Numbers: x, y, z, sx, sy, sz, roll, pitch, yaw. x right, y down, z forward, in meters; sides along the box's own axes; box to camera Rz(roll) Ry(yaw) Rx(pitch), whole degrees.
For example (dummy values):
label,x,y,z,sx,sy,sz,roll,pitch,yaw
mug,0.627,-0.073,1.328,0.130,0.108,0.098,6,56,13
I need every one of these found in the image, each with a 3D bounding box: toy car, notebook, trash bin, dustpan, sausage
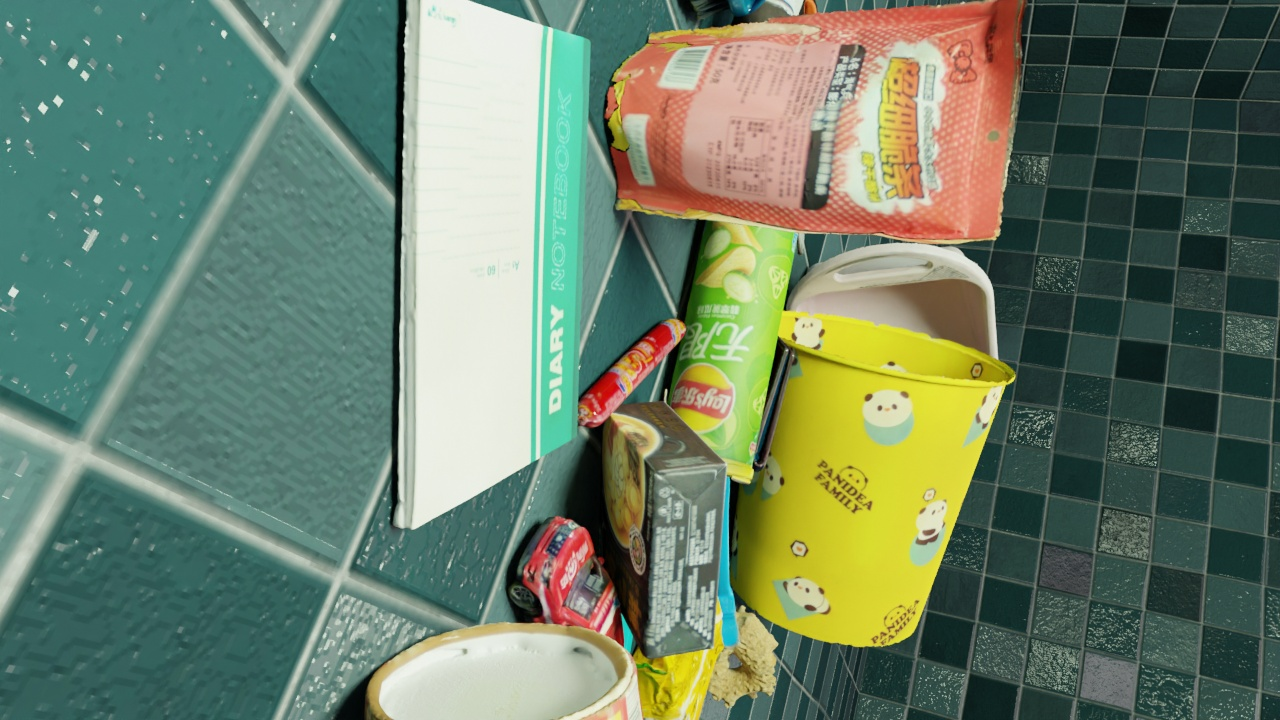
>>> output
label,x,y,z,sx,sy,sz,roll,pitch,yaw
toy car,-0.037,0.139,0.509,0.052,0.045,0.121,-60,149,-44
notebook,-0.061,-0.046,0.415,0.150,0.012,0.209,-26,122,-65
trash bin,0.194,0.103,0.851,0.229,0.230,0.255,-22,125,-65
dustpan,0.262,-0.015,0.973,0.138,0.223,0.274,-67,145,-60
sausage,-0.003,0.003,0.568,0.155,0.020,0.020,-46,140,-56

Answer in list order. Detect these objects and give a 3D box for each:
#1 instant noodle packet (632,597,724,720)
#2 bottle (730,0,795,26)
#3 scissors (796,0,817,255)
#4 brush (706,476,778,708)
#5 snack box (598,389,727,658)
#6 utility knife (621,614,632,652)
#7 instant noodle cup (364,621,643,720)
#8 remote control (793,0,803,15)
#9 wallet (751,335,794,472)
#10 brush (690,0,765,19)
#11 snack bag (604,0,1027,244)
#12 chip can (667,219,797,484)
label,x,y,z,sx,sy,sz,roll,pitch,yaw
instant noodle packet,0.029,0.231,0.710,0.128,0.044,0.111,-55,141,-54
bottle,0.075,-0.195,0.609,0.044,0.080,0.194,15,83,-24
scissors,0.124,-0.193,0.783,0.124,0.022,0.235,-12,109,-57
brush,0.072,0.190,0.783,0.045,0.083,0.255,-88,171,-68
snack box,0.009,0.090,0.541,0.125,0.053,0.113,-138,-133,-65
utility knife,-0.018,0.221,0.633,0.029,0.013,0.171,38,60,-68
instant noodle cup,-0.052,0.177,0.376,0.137,0.138,0.108,-14,103,-67
remote control,0.096,-0.243,0.673,0.049,0.024,0.125,-20,133,-64
wallet,0.089,0.019,0.715,0.122,0.020,0.096,-108,-152,-71
brush,0.052,-0.257,0.524,0.144,0.074,0.055,56,39,-60
snack bag,0.086,-0.125,0.481,0.073,0.208,0.128,23,76,-63
chip can,0.065,-0.027,0.654,0.072,0.073,0.221,28,72,-67
